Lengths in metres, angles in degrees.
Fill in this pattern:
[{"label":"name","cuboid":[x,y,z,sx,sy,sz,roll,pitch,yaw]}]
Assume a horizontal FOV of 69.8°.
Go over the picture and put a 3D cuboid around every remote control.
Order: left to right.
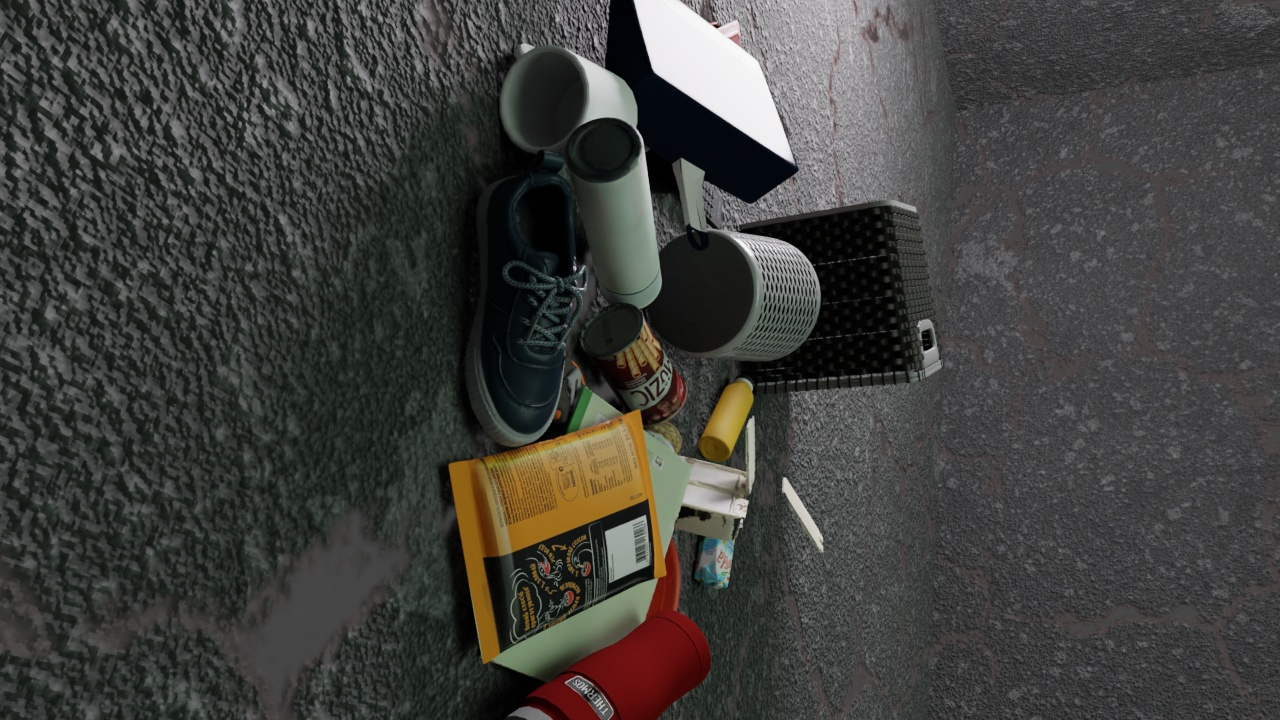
[{"label":"remote control","cuboid":[0.064,-0.213,1.150,0.150,0.022,0.047,33,59,-56]}]

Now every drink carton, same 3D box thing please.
[{"label":"drink carton","cuboid":[0.098,0.225,1.167,0.044,0.039,0.128,49,46,-51]}]

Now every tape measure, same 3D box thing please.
[{"label":"tape measure","cuboid":[-0.072,0.024,0.843,0.058,0.038,0.059,-49,130,-54]}]

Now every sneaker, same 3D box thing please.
[{"label":"sneaker","cuboid":[-0.086,-0.049,0.745,0.089,0.088,0.235,2,84,-39]}]

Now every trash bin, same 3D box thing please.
[{"label":"trash bin","cuboid":[0.108,-0.076,1.083,0.183,0.157,0.156,-2,90,-61]}]

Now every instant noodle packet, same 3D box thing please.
[{"label":"instant noodle packet","cuboid":[-0.062,0.142,0.793,0.220,0.032,0.160,-13,96,-46]}]

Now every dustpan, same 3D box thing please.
[{"label":"dustpan","cuboid":[0.057,-0.242,0.944,0.236,0.080,0.272,19,48,-43]}]

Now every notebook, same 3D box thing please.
[{"label":"notebook","cuboid":[-0.038,0.175,0.851,0.182,0.010,0.252,40,61,-41]}]

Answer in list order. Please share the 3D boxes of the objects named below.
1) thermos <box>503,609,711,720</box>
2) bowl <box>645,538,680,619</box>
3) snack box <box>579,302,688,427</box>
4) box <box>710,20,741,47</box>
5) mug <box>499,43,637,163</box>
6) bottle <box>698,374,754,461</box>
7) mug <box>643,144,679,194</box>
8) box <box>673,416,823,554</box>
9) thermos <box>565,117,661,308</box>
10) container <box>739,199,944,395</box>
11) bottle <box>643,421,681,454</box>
[{"label":"thermos","cuboid":[-0.029,0.302,0.798,0.198,0.084,0.108,-20,138,-48]},{"label":"bowl","cuboid":[-0.005,0.237,0.955,0.130,0.045,0.130,7,83,-63]},{"label":"snack box","cuboid":[-0.006,0.005,0.940,0.121,0.072,0.072,58,39,-44]},{"label":"box","cuboid":[0.070,-0.335,1.104,0.157,0.087,0.129,-49,130,-58]},{"label":"mug","cuboid":[-0.071,-0.235,0.821,0.121,0.091,0.090,58,24,13]},{"label":"bottle","cuboid":[0.118,0.071,1.211,0.143,0.043,0.043,-59,138,-47]},{"label":"mug","cuboid":[0.017,-0.248,0.992,0.118,0.085,0.100,15,67,-57]},{"label":"box","cuboid":[0.117,0.125,1.002,0.143,0.187,0.105,-54,156,-73]},{"label":"thermos","cuboid":[-0.020,-0.126,0.847,0.230,0.068,0.067,76,22,-66]},{"label":"container","cuboid":[0.294,-0.092,1.355,0.246,0.246,0.243,-12,95,-63]},{"label":"bottle","cuboid":[0.001,0.112,0.961,0.105,0.056,0.056,-60,139,-45]}]
